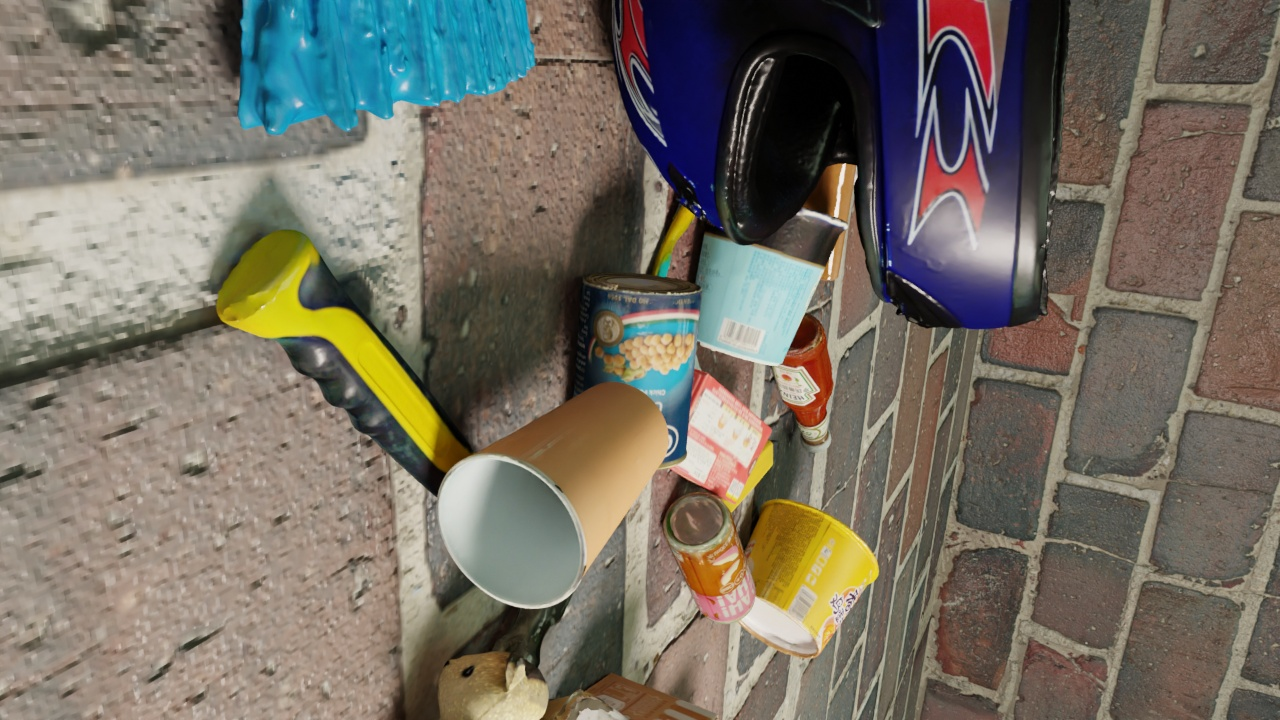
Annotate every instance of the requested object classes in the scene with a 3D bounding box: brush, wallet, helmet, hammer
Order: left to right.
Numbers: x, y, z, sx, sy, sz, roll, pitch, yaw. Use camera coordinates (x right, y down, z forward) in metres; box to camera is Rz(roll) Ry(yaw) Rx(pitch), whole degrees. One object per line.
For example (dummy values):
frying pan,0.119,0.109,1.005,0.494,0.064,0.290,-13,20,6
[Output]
hammer,-0.094,0.054,0.460,0.125,0.032,0.323,-64,150,-27
brush,-0.059,-0.185,0.409,0.313,0.061,0.109,-44,134,-54
wallet,0.137,-0.146,0.766,0.031,0.108,0.132,-15,126,-24
helmet,0.104,-0.175,0.511,0.247,0.241,0.315,7,85,-68

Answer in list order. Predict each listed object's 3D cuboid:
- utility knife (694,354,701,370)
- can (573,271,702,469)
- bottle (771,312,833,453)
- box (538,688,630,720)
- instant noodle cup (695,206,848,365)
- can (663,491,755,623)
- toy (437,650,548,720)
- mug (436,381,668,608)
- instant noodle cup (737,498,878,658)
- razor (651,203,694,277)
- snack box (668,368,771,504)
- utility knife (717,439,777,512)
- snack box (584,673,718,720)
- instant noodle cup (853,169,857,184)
utility knife,0.060,0.045,0.783,0.034,0.018,0.198,-63,149,-27
can,-0.003,0.003,0.570,0.075,0.075,0.111,-20,118,-60
bottle,0.174,0.032,0.962,0.059,0.060,0.206,-63,151,-28
box,-0.052,0.276,0.487,0.183,0.090,0.060,-56,-171,-34
instant noodle cup,0.089,-0.063,0.707,0.111,0.111,0.120,-3,111,-63
can,0.062,0.173,0.794,0.057,0.058,0.147,-62,150,-30
toy,-0.105,0.221,0.471,0.157,0.066,0.105,-55,169,-21
mug,-0.034,0.059,0.463,0.122,0.078,0.078,-37,133,-58
instant noodle cup,0.158,0.228,0.938,0.109,0.138,0.138,-53,145,-28
razor,0.022,-0.060,0.648,0.043,0.028,0.132,126,-19,-75
snack box,0.058,0.064,0.749,0.075,0.025,0.153,-64,147,-7
utility knife,0.097,0.117,0.890,0.169,0.015,0.033,-34,125,-53
snack box,-0.008,0.290,0.660,0.092,0.094,0.077,-1,102,-64
instant noodle cup,0.193,-0.244,0.879,0.173,0.060,0.138,13,89,-63
